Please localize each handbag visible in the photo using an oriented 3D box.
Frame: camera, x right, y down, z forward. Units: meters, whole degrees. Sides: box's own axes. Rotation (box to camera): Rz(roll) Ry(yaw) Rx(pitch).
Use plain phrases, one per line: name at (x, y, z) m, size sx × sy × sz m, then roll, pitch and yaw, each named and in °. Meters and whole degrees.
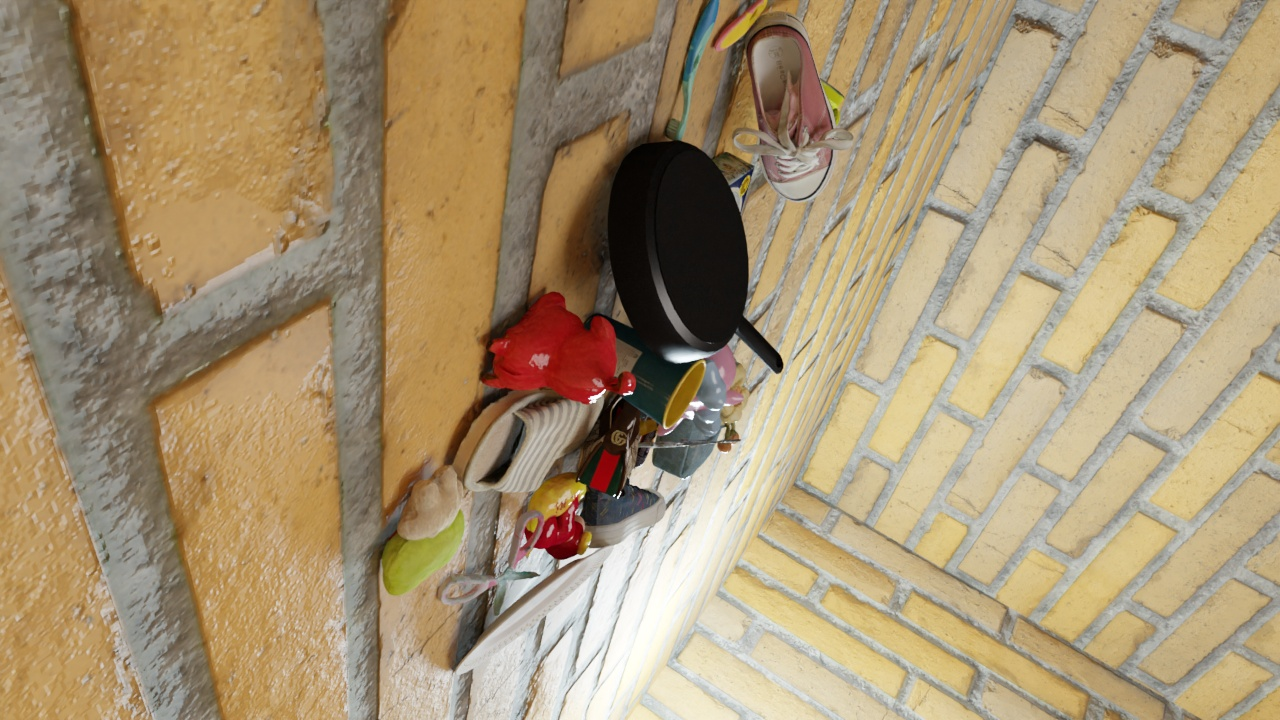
handbag at (-0.022, 0.075, 1.047) m, size 0.166 × 0.063 × 0.138 m, roll -68°, pitch 180°, yaw -73°
handbag at (0.092, 0.082, 1.333) m, size 0.121 × 0.119 × 0.192 m, roll -30°, pitch 140°, yaw -59°

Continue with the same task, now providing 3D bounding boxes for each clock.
clock at (0.187, -0.296, 1.045) m, size 0.057 × 0.083 × 0.119 m, roll -59°, pitch 160°, yaw 13°

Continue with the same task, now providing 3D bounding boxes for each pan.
pan at (0.080, -0.069, 0.898) m, size 0.355 × 0.044 × 0.203 m, roll 39°, pitch 53°, yaw -48°

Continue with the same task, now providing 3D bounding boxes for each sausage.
sausage at (0.017, 0.094, 1.304) m, size 0.020 × 0.020 × 0.156 m, roll -30°, pitch 146°, yaw -58°

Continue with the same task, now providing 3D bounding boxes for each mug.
mug at (-0.005, 0.005, 0.923) m, size 0.078 × 0.121 × 0.078 m, roll -52°, pitch 162°, yaw -25°

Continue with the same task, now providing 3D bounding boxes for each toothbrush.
toothbrush at (0.046, -0.260, 0.823) m, size 0.022 × 0.017 × 0.135 m, roll -36°, pitch 148°, yaw -53°
toothbrush at (0.110, -0.335, 0.874) m, size 0.135 × 0.016 × 0.021 m, roll -53°, pitch 162°, yaw -24°

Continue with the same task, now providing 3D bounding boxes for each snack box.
snack box at (0.061, -0.140, 1.010) m, size 0.144 × 0.042 × 0.145 m, roll -41°, pitch 153°, yaw -46°

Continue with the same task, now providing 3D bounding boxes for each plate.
plate at (-0.132, 0.302, 1.135) m, size 0.242 × 0.016 × 0.243 m, roll -38°, pitch 166°, yaw -11°

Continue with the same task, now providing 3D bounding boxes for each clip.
clip at (-0.012, 0.076, 1.138) m, size 0.054 × 0.048 × 0.045 m, roll -25°, pitch -155°, yaw 36°

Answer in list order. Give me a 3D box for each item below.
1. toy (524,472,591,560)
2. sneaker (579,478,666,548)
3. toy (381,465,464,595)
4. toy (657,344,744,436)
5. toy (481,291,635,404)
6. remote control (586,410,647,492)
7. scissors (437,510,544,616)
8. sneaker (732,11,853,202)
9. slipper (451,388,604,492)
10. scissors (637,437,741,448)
toy at (-0.099, 0.190, 1.071) m, size 0.105 × 0.067 × 0.137 m, roll -43°, pitch 149°, yaw -26°
sneaker at (-0.031, 0.197, 1.275) m, size 0.235 × 0.087 × 0.079 m, roll -8°, pitch 95°, yaw -70°
toy at (-0.182, 0.141, 0.780) m, size 0.092 × 0.043 × 0.118 m, roll -33°, pitch 146°, yaw -51°
toy at (0.066, 0.023, 1.083) m, size 0.120 × 0.171 × 0.222 m, roll -23°, pitch -163°, yaw -5°
toy at (-0.066, 0.010, 0.765) m, size 0.093 × 0.133 × 0.088 m, roll -28°, pitch 135°, yaw -44°
remote control at (-0.029, 0.098, 1.174) m, size 0.151 × 0.020 × 0.041 m, roll -54°, pitch 141°, yaw -20°
scissors at (-0.159, 0.233, 0.992) m, size 0.168 × 0.014 × 0.171 m, roll -22°, pitch 144°, yaw -41°
sneaker at (0.159, -0.241, 0.955) m, size 0.241 × 0.118 × 0.087 m, roll 61°, pitch 23°, yaw -52°
slipper at (-0.095, 0.075, 0.906) m, size 0.114 × 0.054 × 0.272 m, roll -57°, pitch 166°, yaw 11°
scissors at (0.045, 0.102, 1.128) m, size 0.174 × 0.142 × 0.014 m, roll 11°, pitch 75°, yaw -69°
